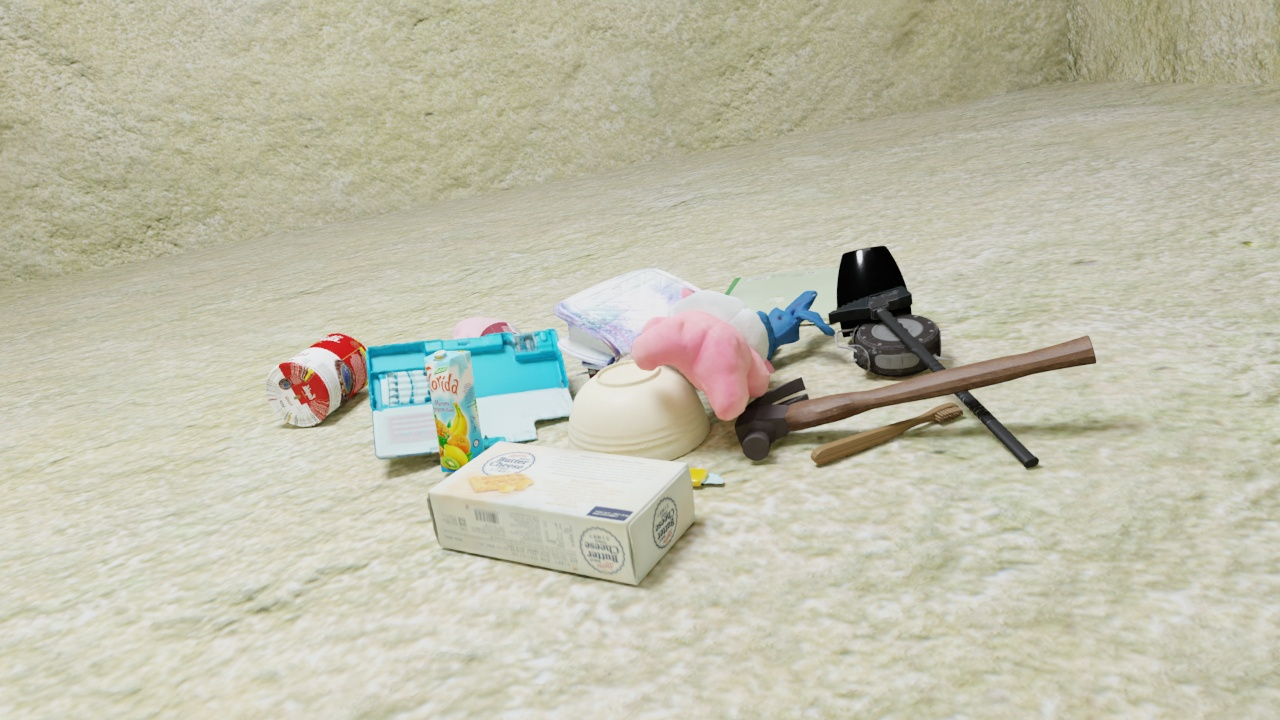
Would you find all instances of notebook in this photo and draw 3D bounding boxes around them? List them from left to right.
[{"bbox_3d":[0.201,-0.092,1.330,0.182,0.010,0.251,-3,20,19],"label":"notebook"}]

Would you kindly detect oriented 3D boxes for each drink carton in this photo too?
[{"bbox_3d":[-0.189,0.051,0.935,0.044,0.129,0.038,1,15,29],"label":"drink carton"}]

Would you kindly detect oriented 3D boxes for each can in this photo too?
[{"bbox_3d":[-0.413,0.023,1.185,0.087,0.087,0.116,-4,20,15],"label":"can"},{"bbox_3d":[-0.173,-0.008,1.193,0.063,0.063,0.114,-15,20,-14],"label":"can"}]

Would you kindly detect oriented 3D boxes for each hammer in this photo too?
[{"bbox_3d":[0.244,0.029,0.849,0.324,0.033,0.115,-15,16,22],"label":"hammer"},{"bbox_3d":[0.288,0.011,0.907,0.095,0.015,0.324,-17,31,-4],"label":"hammer"}]

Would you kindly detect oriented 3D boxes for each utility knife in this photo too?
[{"bbox_3d":[-0.002,0.108,0.857,0.163,0.017,0.030,-3,25,20],"label":"utility knife"}]

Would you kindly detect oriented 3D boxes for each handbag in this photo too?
[{"bbox_3d":[-0.006,-0.042,1.063,0.158,0.069,0.126,-25,37,-33],"label":"handbag"}]

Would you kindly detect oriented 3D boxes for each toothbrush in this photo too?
[{"bbox_3d":[0.232,0.068,0.858,0.166,0.016,0.016,-16,27,-19],"label":"toothbrush"}]

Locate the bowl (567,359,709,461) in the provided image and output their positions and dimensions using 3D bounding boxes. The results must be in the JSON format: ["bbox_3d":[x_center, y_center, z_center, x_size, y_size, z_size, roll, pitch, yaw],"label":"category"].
[{"bbox_3d":[-0.007,0.045,0.947,0.151,0.075,0.150,-8,19,3],"label":"bowl"}]

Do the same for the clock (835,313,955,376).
[{"bbox_3d":[0.280,-0.014,1.017,0.123,0.044,0.091,-5,27,14],"label":"clock"}]

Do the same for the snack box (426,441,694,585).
[{"bbox_3d":[-0.068,0.124,0.782,0.208,0.057,0.104,3,23,31],"label":"snack box"}]

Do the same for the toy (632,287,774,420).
[{"bbox_3d":[0.075,-0.017,0.941,0.142,0.084,0.212,32,17,9],"label":"toy"}]

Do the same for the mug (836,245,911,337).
[{"bbox_3d":[0.277,-0.083,1.116,0.085,0.100,0.119,-9,0,3],"label":"mug"}]

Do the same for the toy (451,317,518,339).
[{"bbox_3d":[-0.231,-0.033,1.306,0.099,0.053,0.095,-1,14,10],"label":"toy"}]

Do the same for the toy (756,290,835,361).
[{"bbox_3d":[0.151,-0.030,1.077,0.176,0.071,0.113,-23,11,-12],"label":"toy"}]

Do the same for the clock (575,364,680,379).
[{"bbox_3d":[-0.006,0.006,1.096,0.137,0.048,0.096,-11,19,0],"label":"clock"}]

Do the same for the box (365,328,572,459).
[{"bbox_3d":[-0.192,0.044,1.051,0.226,0.056,0.185,-6,46,-14],"label":"box"}]
